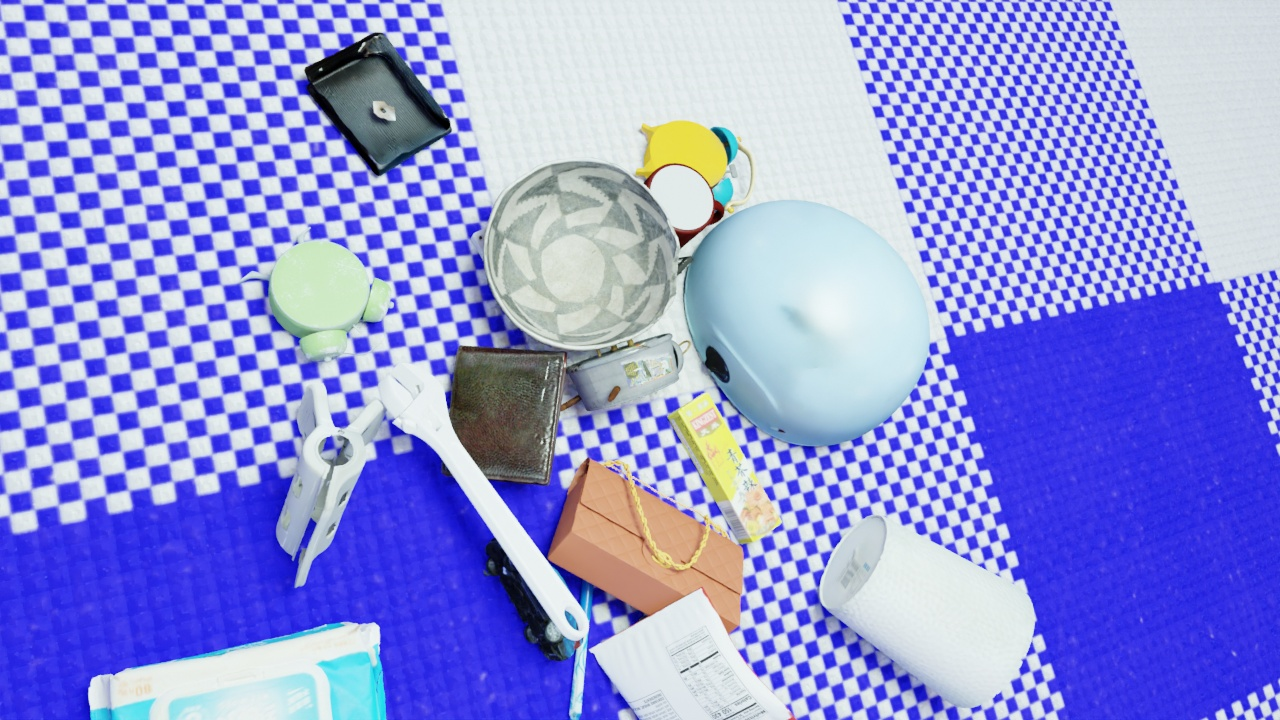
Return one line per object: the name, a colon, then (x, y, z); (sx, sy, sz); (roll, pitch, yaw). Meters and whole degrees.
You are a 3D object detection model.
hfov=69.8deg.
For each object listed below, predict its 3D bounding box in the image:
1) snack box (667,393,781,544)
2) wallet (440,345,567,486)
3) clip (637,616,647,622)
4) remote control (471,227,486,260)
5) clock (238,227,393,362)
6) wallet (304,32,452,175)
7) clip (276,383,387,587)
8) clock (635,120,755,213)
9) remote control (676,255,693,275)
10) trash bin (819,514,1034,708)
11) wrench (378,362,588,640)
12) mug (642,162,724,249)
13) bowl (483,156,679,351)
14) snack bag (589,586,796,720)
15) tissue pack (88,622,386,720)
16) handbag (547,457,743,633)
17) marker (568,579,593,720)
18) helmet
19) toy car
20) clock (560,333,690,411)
snack box: (0.082, 0.106, 0.897); (0.040, 0.029, 0.148); (-29, 88, -27)
wallet: (-0.120, 0.047, 0.809); (0.099, 0.031, 0.119); (4, 75, 7)
clip: (0.034, 0.248, 0.839); (0.076, 0.045, 0.023); (12, 70, -18)
remote control: (-0.095, -0.125, 0.895); (0.135, 0.011, 0.050); (-29, 88, -27)
clock: (-0.270, -0.053, 0.785); (0.119, 0.043, 0.094); (45, 65, -7)
wallet: (-0.244, -0.238, 0.854); (0.089, 0.026, 0.115); (-39, 93, -26)
clip: (-0.248, 0.089, 0.718); (0.075, 0.125, 0.144); (17, 45, -22)
clock: (0.060, -0.206, 0.966); (0.129, 0.044, 0.099); (12, 67, -11)
remote control: (0.000, -0.060, 0.907); (0.139, 0.030, 0.009); (-45, 114, -26)
trash bin: (0.271, 0.236, 0.891); (0.161, 0.133, 0.133); (33, 66, -6)
wrench: (-0.127, 0.114, 0.754); (0.273, 0.018, 0.066); (53, 22, 8)
mug: (0.039, -0.147, 0.918); (0.105, 0.083, 0.073); (-5, 78, -24)
bowl: (-0.058, -0.090, 0.849); (0.178, 0.081, 0.178); (2, 79, -12)
snack bag: (0.044, 0.283, 0.790); (0.144, 0.131, 0.039); (55, 23, -1)
tissue pack: (-0.293, 0.268, 0.676); (0.209, 0.066, 0.117); (-7, 78, -22)
handbag: (0.015, 0.163, 0.823); (0.172, 0.060, 0.108); (32, 34, -12)
marker: (-0.051, 0.244, 0.813); (0.013, 0.013, 0.141); (12, 72, -20)
helmet: (0.172, -0.053, 0.907); (0.225, 0.167, 0.265); (-38, 83, -17)
toy car: (-0.090, 0.200, 0.788); (0.043, 0.056, 0.120); (-33, 93, -33)
clock: (-0.005, 0.005, 0.853); (0.147, 0.104, 0.056); (-21, 94, -41)
